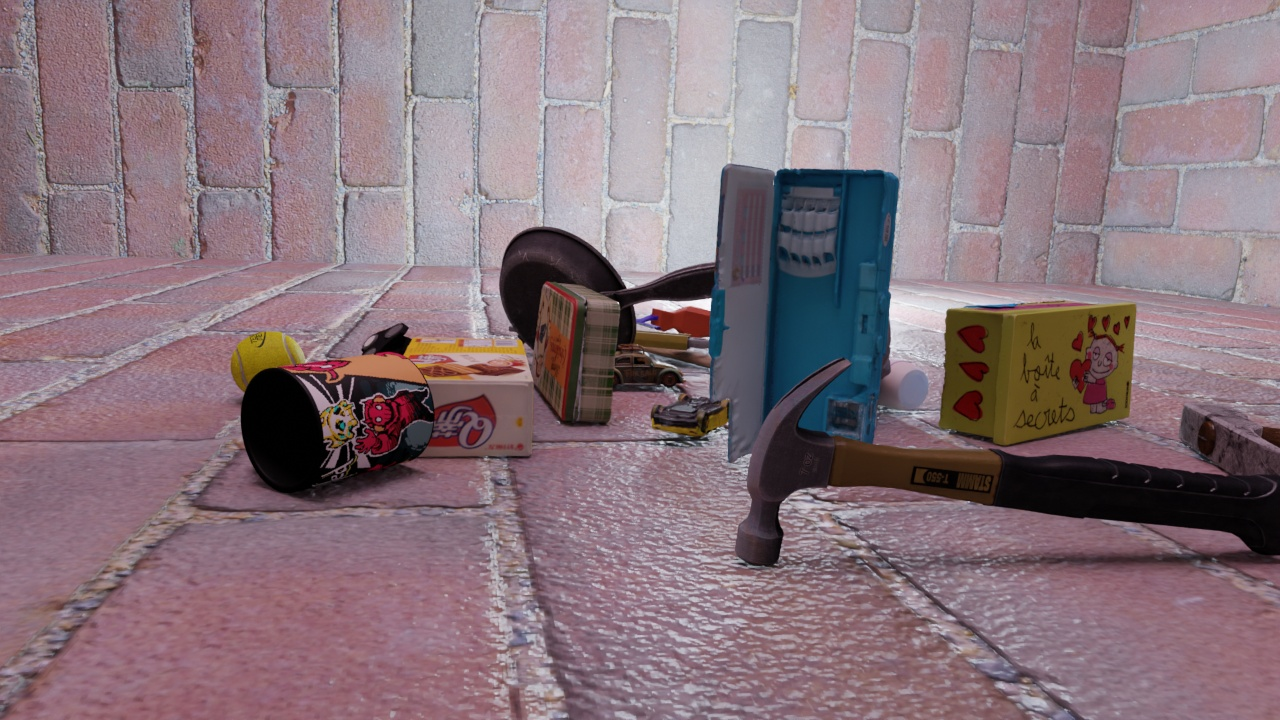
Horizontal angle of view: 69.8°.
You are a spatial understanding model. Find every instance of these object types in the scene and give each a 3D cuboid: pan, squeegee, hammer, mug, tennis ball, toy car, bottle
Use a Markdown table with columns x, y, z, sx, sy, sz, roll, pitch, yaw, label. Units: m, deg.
| x | y | z | sx | sy | sz | roll | pitch | yaw | label |
| --- | --- | --- | --- | --- | --- | --- | --- | --- | --- |
| -0.022 | -0.070 | 1.007 | 0.358 | 0.187 | 0.055 | -2 | 31 | 39 | pan |
| 0.076 | -0.053 | 1.366 | 0.184 | 0.055 | 0.250 | 12 | 3 | -14 | squeegee |
| 0.616 | 0.084 | 0.714 | 0.301 | 0.037 | 0.217 | 5 | 10 | 12 | hammer |
| -0.220 | 0.046 | 0.639 | 0.118 | 0.082 | 0.098 | -24 | -7 | 33 | mug |
| -0.349 | 0.005 | 0.860 | 0.065 | 0.065 | 0.065 | 2 | 9 | -1 | tennis ball |
| 0.044 | 0.050 | 0.794 | 0.049 | 0.030 | 0.106 | 8 | 9 | 24 | toy car |
| 0.022 | -0.013 | 1.223 | 0.119 | 0.031 | 0.332 | -6 | 15 | -39 | hammer |
| -0.006 | 0.006 | 0.998 | 0.112 | 0.047 | 0.047 | 1 | 6 | -9 | toy car |
| 0.240 | 0.017 | 0.980 | 0.051 | 0.051 | 0.146 | -3 | 10 | -28 | bottle |
| 0.224 | 0.070 | 0.524 | 0.333 | 0.118 | 0.025 | 6 | 11 | -8 | hammer |

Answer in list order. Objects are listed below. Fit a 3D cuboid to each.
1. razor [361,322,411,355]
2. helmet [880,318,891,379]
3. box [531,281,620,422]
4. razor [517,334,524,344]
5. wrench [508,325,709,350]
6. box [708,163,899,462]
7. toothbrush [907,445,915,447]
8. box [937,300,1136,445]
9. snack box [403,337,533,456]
| x | y | z | sx | sy | sz | roll | pitch | yaw | label |
| --- | --- | --- | --- | --- | --- | --- | --- | --- | --- |
| -0.204 | 0.006 | 0.937 | 0.156 | 0.060 | 0.057 | 20 | 24 | -21 | razor |
| 0.191 | -0.015 | 0.901 | 0.117 | 0.183 | 0.271 | 23 | 9 | -14 | helmet |
| -0.068 | -0.014 | 0.900 | 0.049 | 0.118 | 0.205 | 2 | 11 | -15 | box |
| -0.208 | -0.016 | 1.173 | 0.143 | 0.022 | 0.042 | -6 | 8 | -20 | razor |
| -0.043 | -0.033 | 1.183 | 0.274 | 0.018 | 0.083 | 5 | 8 | 14 | wrench |
| 0.116 | -0.029 | 0.677 | 0.098 | 0.227 | 0.121 | 9 | 11 | 35 | box |
| 0.163 | 0.066 | 0.771 | 0.155 | 0.015 | 0.022 | 13 | 55 | 47 | toothbrush |
| 0.384 | 0.005 | 0.880 | 0.220 | 0.124 | 0.081 | -3 | 9 | -39 | box |
| -0.154 | 0.025 | 0.799 | 0.110 | 0.062 | 0.230 | 1 | 9 | -10 | snack box |
